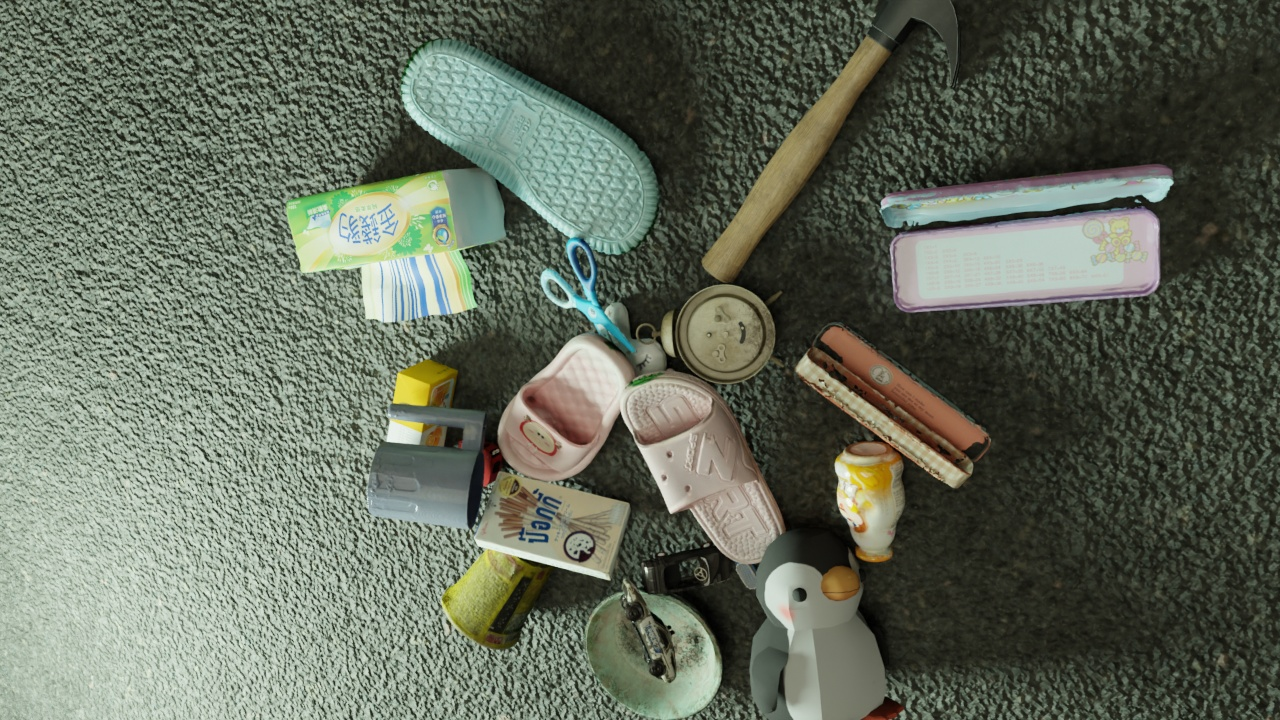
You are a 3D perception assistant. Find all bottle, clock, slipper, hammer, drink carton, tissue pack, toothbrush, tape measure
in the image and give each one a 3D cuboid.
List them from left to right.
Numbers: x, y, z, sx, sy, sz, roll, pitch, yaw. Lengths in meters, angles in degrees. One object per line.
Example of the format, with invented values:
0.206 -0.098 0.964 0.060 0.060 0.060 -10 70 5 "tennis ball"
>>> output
-0.240 -0.112 0.939 0.198 0.120 0.141 -4 102 27 "tissue pack"
-0.244 0.067 1.015 0.040 0.058 0.123 20 110 14 "drink carton"
-0.176 0.115 1.013 0.059 0.019 0.051 13 117 40 "tape measure"
-0.100 -0.208 0.881 0.276 0.069 0.116 32 110 -6 "slipper"
-0.078 0.055 0.935 0.107 0.055 0.222 43 131 2 "slipper"
0.065 -0.027 0.878 0.141 0.054 0.093 -1 99 14 "clock"
0.066 0.113 0.879 0.094 0.064 0.239 -27 112 18 "slipper"
0.146 0.276 0.954 0.016 0.014 0.166 -30 94 24 "toothbrush"
0.156 -0.193 0.811 0.132 0.040 0.306 39 115 10 "hammer"
0.217 0.133 0.863 0.063 0.063 0.109 -1 105 20 "bottle"

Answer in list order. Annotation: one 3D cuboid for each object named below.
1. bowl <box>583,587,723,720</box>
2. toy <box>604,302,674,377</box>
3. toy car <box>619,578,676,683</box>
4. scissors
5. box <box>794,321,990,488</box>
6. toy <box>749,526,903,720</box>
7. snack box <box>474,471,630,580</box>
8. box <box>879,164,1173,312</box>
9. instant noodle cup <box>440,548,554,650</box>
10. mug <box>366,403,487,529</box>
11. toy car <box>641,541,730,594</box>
0.018 0.310 0.997 0.158 0.038 0.157 5 106 19 "bowl"
-0.005 0.005 0.922 0.125 0.037 0.076 45 118 8 "toy"
0.011 0.275 0.943 0.040 0.048 0.113 -24 97 -8 "toy car"
-0.044 -0.058 0.886 0.140 0.013 0.113 46 139 19 "scissors"
0.231 0.040 0.836 0.187 0.055 0.076 36 81 6 "box"
0.161 0.252 0.893 0.140 0.158 0.184 -2 95 58 "toy"
-0.092 0.174 0.972 0.150 0.081 0.026 12 151 11 "snack box"
0.315 -0.106 0.761 0.214 0.062 0.140 -3 138 21 "box"
-0.151 0.246 1.016 0.102 0.102 0.108 37 105 7 "instant noodle cup"
-0.219 0.109 0.957 0.104 0.084 0.124 6 86 1 "mug"
0.048 0.217 0.946 0.092 0.037 0.040 -9 102 -11 "toy car"
